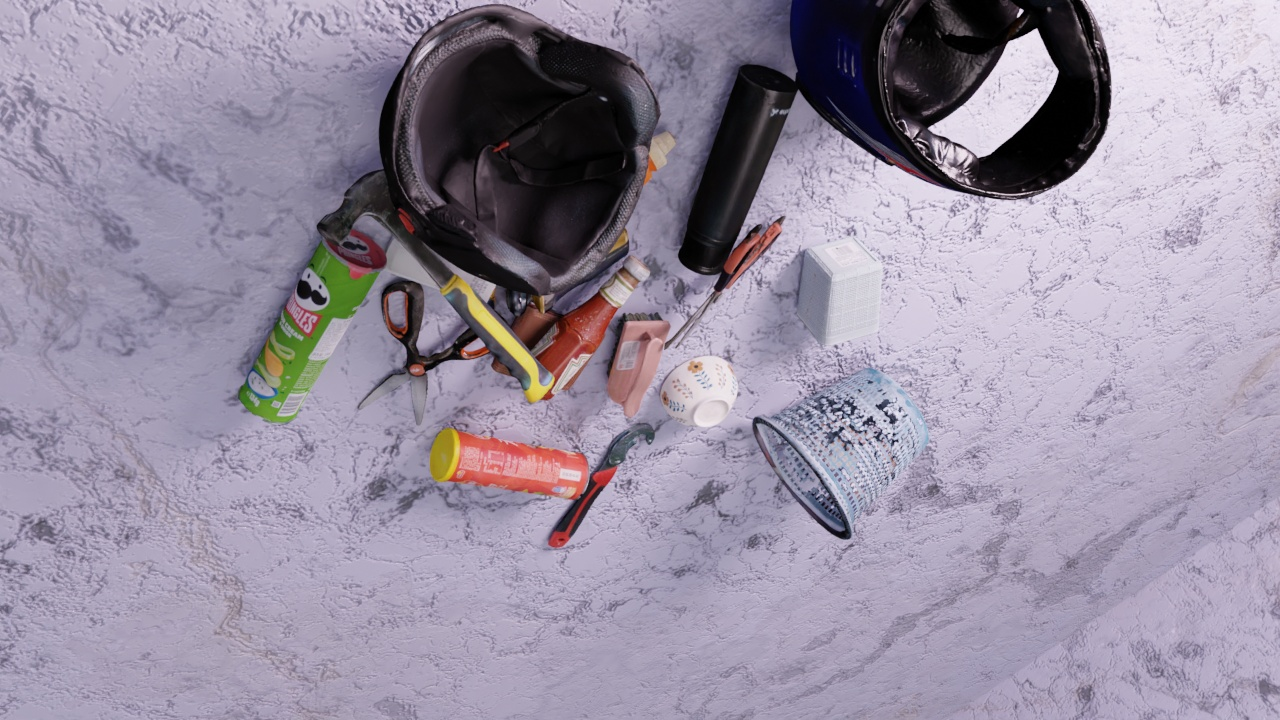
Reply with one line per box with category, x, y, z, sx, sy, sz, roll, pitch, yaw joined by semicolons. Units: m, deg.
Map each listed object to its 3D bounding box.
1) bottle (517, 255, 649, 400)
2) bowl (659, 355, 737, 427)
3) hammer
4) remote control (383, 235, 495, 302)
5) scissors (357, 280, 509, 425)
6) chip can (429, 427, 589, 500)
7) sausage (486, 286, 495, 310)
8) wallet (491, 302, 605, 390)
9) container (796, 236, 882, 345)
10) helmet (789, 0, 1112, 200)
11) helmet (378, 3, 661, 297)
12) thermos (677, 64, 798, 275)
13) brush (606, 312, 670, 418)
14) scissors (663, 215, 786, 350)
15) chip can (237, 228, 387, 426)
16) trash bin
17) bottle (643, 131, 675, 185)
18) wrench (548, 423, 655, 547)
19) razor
bottle;-0.068;-0.041;1.110;0.206;0.059;0.059;-48;133;11
bowl;0.090;0.054;1.305;0.113;0.062;0.114;-13;133;-14
hammer;-0.194;-0.073;0.992;0.126;0.032;0.323;-53;128;-19
remote control;-0.222;-0.101;1.023;0.125;0.024;0.049;18;123;-23
scissors;-0.255;-0.005;1.102;0.229;0.021;0.221;-13;132;0
chip can;-0.175;0.144;1.258;0.216;0.073;0.073;14;123;-34
sausage;-0.177;-0.111;1.053;0.021;0.021;0.165;-8;134;-18
wallet;-0.117;-0.018;1.164;0.124;0.032;0.101;17;119;-36
container;0.268;-0.096;1.228;0.090;0.090;0.112;-15;133;-12
helmet;0.293;-0.316;0.913;0.315;0.240;0.248;31;112;-30
helmet;-0.126;-0.192;0.854;0.274;0.230;0.233;42;76;-36
thermos;0.112;-0.217;1.066;0.089;0.068;0.243;-32;151;-45
brush;-0.007;0.007;1.207;0.063;0.073;0.146;-2;133;-24
scissors;0.107;-0.099;1.145;0.188;0.015;0.227;-41;168;-34
chip can;-0.361;-0.034;1.003;0.072;0.072;0.237;18;121;-36
trash bin;0.313;0.123;1.386;0.195;0.226;0.227;-35;137;-9
bottle;-0.025;-0.204;1.012;0.149;0.066;0.067;-36;136;0
wrench;-0.067;0.195;1.396;0.056;0.016;0.274;17;121;-36
razor;-0.087;-0.108;1.082;0.167;0.062;0.067;-29;105;-4
